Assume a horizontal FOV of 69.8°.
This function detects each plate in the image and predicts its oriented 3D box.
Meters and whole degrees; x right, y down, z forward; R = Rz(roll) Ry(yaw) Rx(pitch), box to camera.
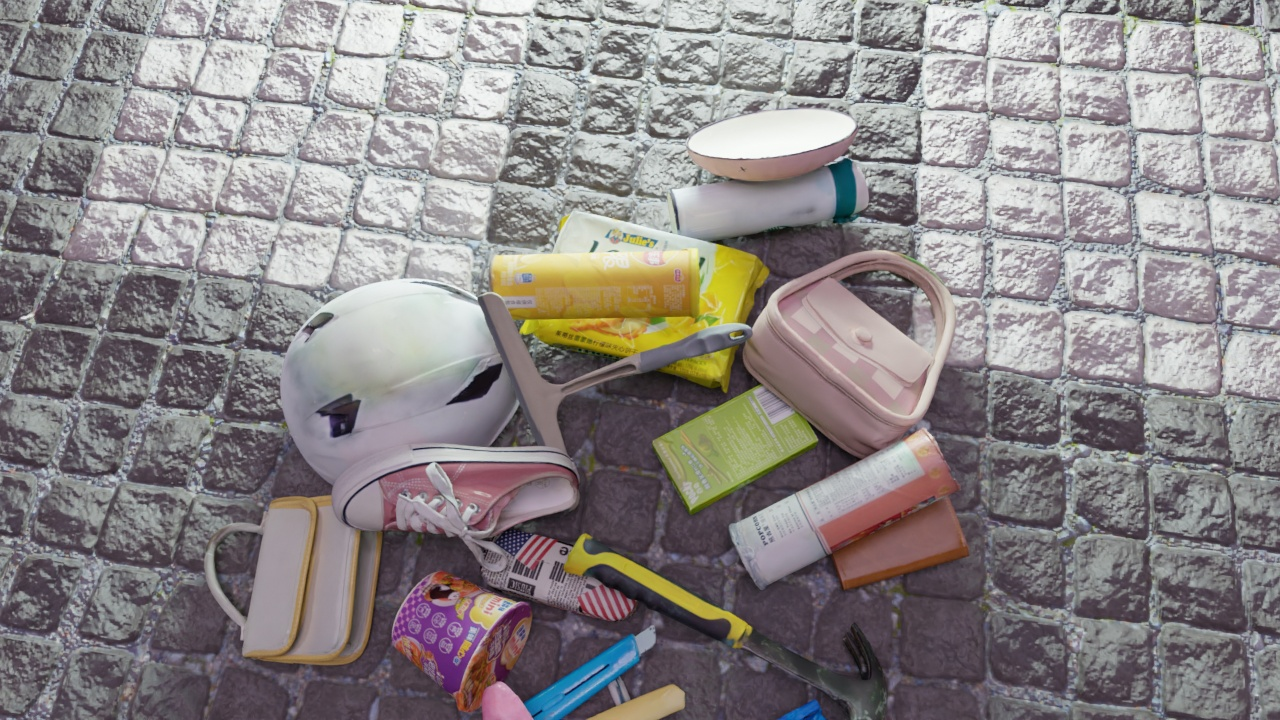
[{"bbox_3d":[0.149,-0.242,1.043,0.192,0.039,0.192,-7,28,4],"label":"plate"}]

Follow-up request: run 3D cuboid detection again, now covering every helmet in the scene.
[{"bbox_3d":[-0.253,0.009,0.949,0.258,0.146,0.229,-20,70,-6],"label":"helmet"}]

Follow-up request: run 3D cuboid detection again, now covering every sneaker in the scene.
[{"bbox_3d":[-0.176,0.138,0.884,0.241,0.118,0.087,-3,34,-9],"label":"sneaker"}]

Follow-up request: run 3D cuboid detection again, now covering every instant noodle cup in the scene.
[{"bbox_3d":[-0.174,0.259,0.877,0.099,0.112,0.111,26,72,19],"label":"instant noodle cup"}]

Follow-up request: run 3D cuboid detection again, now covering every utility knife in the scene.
[{"bbox_3d":[-0.052,0.309,0.888,0.166,0.018,0.034,-34,61,-4],"label":"utility knife"},{"bbox_3d":[-0.026,0.347,0.871,0.152,0.018,0.031,-27,71,10],"label":"utility knife"}]

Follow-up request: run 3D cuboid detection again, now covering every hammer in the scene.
[{"bbox_3d":[0.080,0.251,0.867,0.323,0.032,0.125,26,45,9],"label":"hammer"}]

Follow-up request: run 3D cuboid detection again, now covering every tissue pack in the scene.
[{"bbox_3d":[0.160,0.402,0.835,0.095,0.052,0.157,-26,71,-7],"label":"tissue pack"}]

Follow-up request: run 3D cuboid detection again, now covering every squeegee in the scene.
[{"bbox_3d":[-0.006,0.005,0.934,0.247,0.039,0.246,-19,105,5],"label":"squeegee"}]

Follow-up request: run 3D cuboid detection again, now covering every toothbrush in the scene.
[{"bbox_3d":[0.004,0.373,0.871,0.016,0.018,0.191,-24,70,-8],"label":"toothbrush"}]

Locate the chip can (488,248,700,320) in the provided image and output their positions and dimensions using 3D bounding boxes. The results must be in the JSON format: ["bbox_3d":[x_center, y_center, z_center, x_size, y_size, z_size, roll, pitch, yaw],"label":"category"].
[{"bbox_3d":[-0.045,-0.076,0.942,0.213,0.072,0.072,-2,69,4],"label":"chip can"}]

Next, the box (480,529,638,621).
[{"bbox_3d":[-0.079,0.218,0.924,0.164,0.065,0.074,16,44,8],"label":"box"}]

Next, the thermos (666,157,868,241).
[{"bbox_3d":[0.146,-0.178,1.048,0.224,0.073,0.073,-10,69,-2],"label":"thermos"}]

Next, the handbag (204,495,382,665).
[{"bbox_3d":[-0.361,0.219,0.924,0.179,0.063,0.163,-1,68,6],"label":"handbag"}]

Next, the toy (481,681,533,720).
[{"bbox_3d":[-0.112,0.394,0.833,0.194,0.074,0.178,21,89,-1],"label":"toy"}]

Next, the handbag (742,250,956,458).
[{"bbox_3d":[0.244,-0.029,0.978,0.193,0.094,0.233,42,60,11],"label":"handbag"}]

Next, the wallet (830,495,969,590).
[{"bbox_3d":[0.249,0.158,0.931,0.131,0.035,0.119,-16,65,3],"label":"wallet"}]

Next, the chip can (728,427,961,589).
[{"bbox_3d":[0.196,0.144,0.893,0.215,0.071,0.071,-29,70,8],"label":"chip can"}]

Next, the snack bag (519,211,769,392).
[{"bbox_3d":[0.004,-0.063,1.008,0.246,0.068,0.157,15,71,8],"label":"snack bag"}]

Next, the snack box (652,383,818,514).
[{"bbox_3d":[0.099,0.088,0.970,0.156,0.026,0.085,-28,71,-8],"label":"snack box"}]
